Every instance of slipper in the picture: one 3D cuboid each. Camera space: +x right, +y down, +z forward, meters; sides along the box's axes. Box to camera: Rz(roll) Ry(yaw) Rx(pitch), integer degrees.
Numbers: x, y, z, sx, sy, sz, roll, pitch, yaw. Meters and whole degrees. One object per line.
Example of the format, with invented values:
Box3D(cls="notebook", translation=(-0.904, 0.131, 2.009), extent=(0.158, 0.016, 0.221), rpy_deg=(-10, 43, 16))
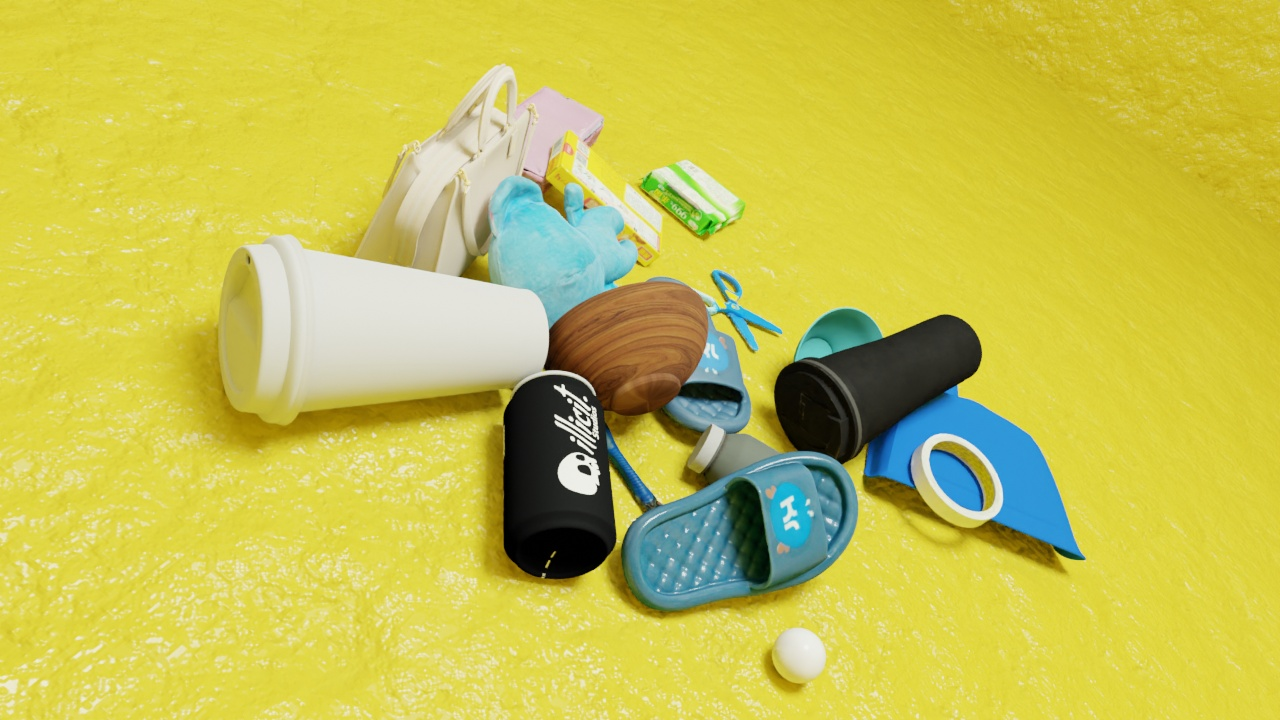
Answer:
Box3D(cls="slipper", translation=(0.087, 0.137, 0.716), extent=(0.213, 0.059, 0.104), rpy_deg=(-15, 86, -24))
Box3D(cls="slipper", translation=(0.055, -0.012, 0.893), extent=(0.103, 0.059, 0.213), rpy_deg=(13, 41, -26))

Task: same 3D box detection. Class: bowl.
Box3D(cls="bowl", translation=(-0.005, 0.005, 0.769), extent=(0.147, 0.148, 0.068), rpy_deg=(0, 57, -34))
Box3D(cls="bowl", translation=(0.196, 0.003, 0.961), extent=(0.121, 0.121, 0.046), rpy_deg=(6, 5, -29))

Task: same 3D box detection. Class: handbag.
Box3D(cls="handbag", translation=(-0.157, -0.169, 0.805), extent=(0.101, 0.198, 0.194), rpy_deg=(30, 38, -3))

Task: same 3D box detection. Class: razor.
Box3D(cls="razor", translation=(-0.003, 0.101, 0.764), extent=(0.043, 0.018, 0.141), rpy_deg=(-27, 61, -23))

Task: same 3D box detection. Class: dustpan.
Box3D(cls="dustpan", translation=(0.351, 0.074, 0.999), extent=(0.245, 0.060, 0.256), rpy_deg=(22, 49, -12))

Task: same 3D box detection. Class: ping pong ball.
Box3D(cls="ping pong ball", translation=(0.120, 0.224, 0.696), extent=(0.040, 0.040, 0.040), rpy_deg=(18, 40, -17))

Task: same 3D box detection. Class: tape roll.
Box3D(cls="tape roll", translation=(0.307, 0.116, 0.890), extent=(0.094, 0.019, 0.093), rpy_deg=(15, 50, -19))

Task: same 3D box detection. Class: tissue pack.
Box3D(cls="tissue pack", translation=(0.065, -0.201, 1.123), extent=(0.114, 0.034, 0.099), rpy_deg=(42, 37, 13))

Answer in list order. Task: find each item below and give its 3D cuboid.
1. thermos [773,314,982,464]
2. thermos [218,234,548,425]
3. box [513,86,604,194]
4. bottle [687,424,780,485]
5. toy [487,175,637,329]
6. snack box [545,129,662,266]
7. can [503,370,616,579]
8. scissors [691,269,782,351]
Box3D(cls="thermos", translation=(0.239, 0.020, 0.906), extent=(0.218, 0.106, 0.106), rpy_deg=(-22, 61, -29))
Box3D(cls="thermos", translation=(-0.184, -0.020, 0.687), extent=(0.221, 0.132, 0.131), rpy_deg=(1, 48, -38))
Box3D(cls="box", translation=(-0.112, -0.253, 1.037), extent=(0.098, 0.041, 0.232), rpy_deg=(33, 33, -3))
Box3D(cls="bottle", translation=(0.098, 0.101, 0.798), extent=(0.108, 0.060, 0.060), rpy_deg=(30, 38, -2))
Box3D(cls="toy", translation=(-0.073, -0.089, 0.851), extent=(0.180, 0.115, 0.183), rpy_deg=(-42, 113, -51))
Box3D(cls="snack box", translation=(-0.035, -0.174, 0.987), extent=(0.152, 0.025, 0.075), rpy_deg=(39, 35, -29))
Box3D(cls="can", translation=(-0.063, 0.084, 0.691), extent=(0.080, 0.080, 0.145), rpy_deg=(14, 42, -21))
Box3D(cls="scissors", translation=(0.096, -0.058, 1.006), extent=(0.125, 0.016, 0.125), rpy_deg=(-2, 48, -31))
